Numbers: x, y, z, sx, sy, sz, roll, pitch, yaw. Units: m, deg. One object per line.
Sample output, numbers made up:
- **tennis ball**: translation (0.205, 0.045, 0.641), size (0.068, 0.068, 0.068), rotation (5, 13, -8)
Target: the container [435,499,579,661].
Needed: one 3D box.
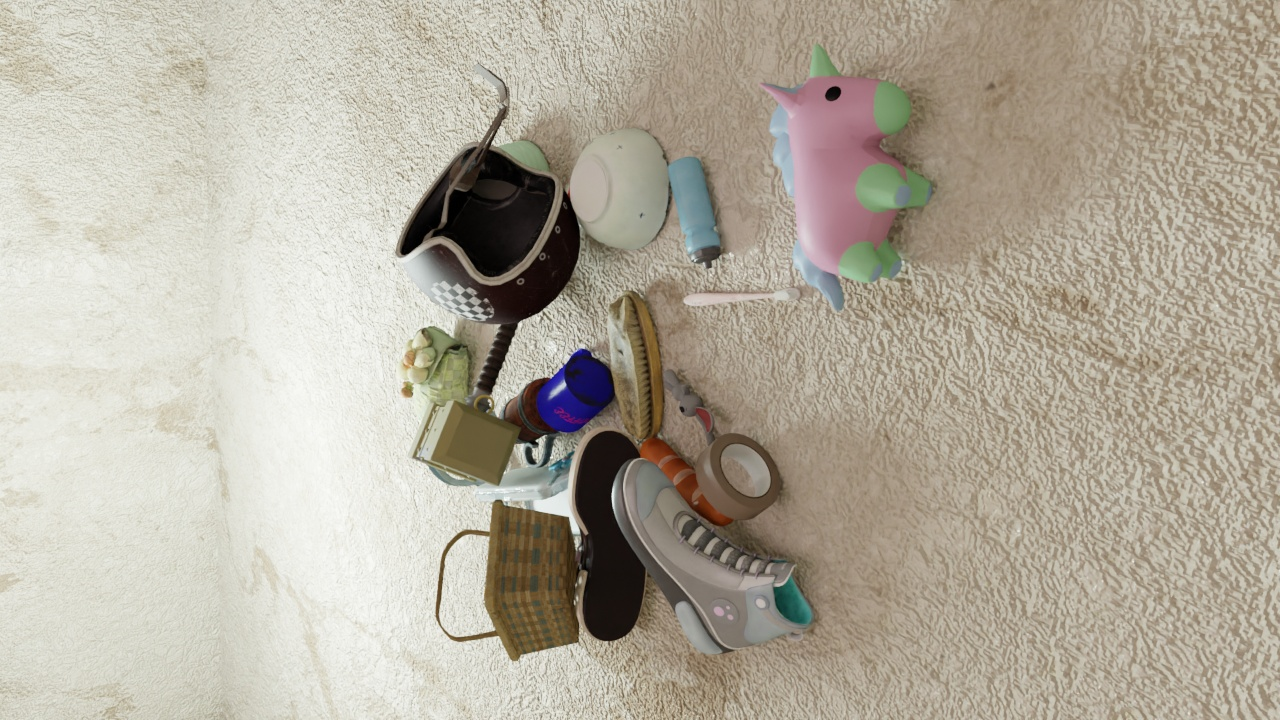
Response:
- **container**: translation (-0.185, 0.305, 1.260), size (0.250, 0.186, 0.157), rotation (87, -178, -55)

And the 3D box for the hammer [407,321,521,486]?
- **hammer**: translation (-0.212, 0.006, 1.318), size (0.191, 0.100, 0.324), rotation (-9, 59, 65)

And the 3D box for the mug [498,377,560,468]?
- **mug**: translation (-0.153, 0.096, 1.349), size (0.111, 0.081, 0.117), rotation (-31, 73, 53)

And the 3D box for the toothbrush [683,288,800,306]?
- **toothbrush**: translation (0.108, -0.072, 1.044), size (0.181, 0.018, 0.015), rotation (1, 97, 52)

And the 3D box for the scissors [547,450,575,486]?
- **scissors**: translation (-0.112, 0.150, 1.275), size (0.055, 0.136, 0.015), rotation (-23, 94, 10)

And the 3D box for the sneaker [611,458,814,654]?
- **sneaker**: translation (0.085, 0.210, 1.028), size (0.161, 0.092, 0.256), rotation (-23, 100, 40)

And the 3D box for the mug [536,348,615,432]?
- **mug**: translation (-0.088, 0.033, 1.266), size (0.084, 0.079, 0.111), rotation (-42, 36, 46)

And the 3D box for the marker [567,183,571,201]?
- **marker**: translation (-0.109, -0.193, 1.296), size (0.013, 0.012, 0.142), rotation (45, 129, 37)

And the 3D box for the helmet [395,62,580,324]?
- **helmet**: translation (-0.200, -0.176, 1.202), size (0.235, 0.253, 0.232), rotation (-28, 38, 42)

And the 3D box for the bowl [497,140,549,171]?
- **bowl**: translation (-0.200, -0.249, 1.350), size (0.151, 0.076, 0.151), rotation (12, 106, 49)

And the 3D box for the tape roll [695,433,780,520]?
- **tape roll**: translation (0.108, 0.128, 1.017), size (0.030, 0.093, 0.093), rotation (-48, 59, 44)

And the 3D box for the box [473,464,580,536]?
- **box**: translation (-0.152, 0.208, 1.345), size (0.211, 0.105, 0.130), rotation (-21, 83, 51)

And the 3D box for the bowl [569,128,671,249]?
- **bowl**: translation (-0.037, -0.216, 1.156), size (0.154, 0.072, 0.153), rotation (9, 102, 51)

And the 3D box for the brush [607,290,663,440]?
- **brush**: translation (-0.007, 0.007, 1.178), size (0.059, 0.043, 0.195), rotation (-4, 94, 51)

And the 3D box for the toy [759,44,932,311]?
- **toy**: translation (0.183, -0.169, 0.870), size (0.171, 0.119, 0.223), rotation (34, 121, 32)

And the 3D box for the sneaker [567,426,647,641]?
- **sneaker**: translation (-0.051, 0.219, 1.235), size (0.116, 0.111, 0.294), rotation (-150, 54, -65)

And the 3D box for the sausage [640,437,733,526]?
- **sausage**: translation (0.057, 0.149, 1.126), size (0.164, 0.039, 0.044), rotation (38, 139, 40)

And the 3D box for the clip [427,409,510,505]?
- **clip**: translation (-0.280, 0.166, 1.461), size (0.031, 0.164, 0.169), rotation (-8, 92, 52)

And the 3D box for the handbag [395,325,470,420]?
- **handbag**: translation (-0.356, 0.035, 1.557), size (0.113, 0.116, 0.187), rotation (28, 115, 45)

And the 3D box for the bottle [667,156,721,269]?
- **bottle**: translation (0.064, -0.169, 1.064), size (0.040, 0.040, 0.130), rotation (-21, 80, 51)

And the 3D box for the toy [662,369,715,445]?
- **toy**: translation (0.061, 0.054, 1.114), size (0.111, 0.030, 0.049), rotation (51, 161, 36)
